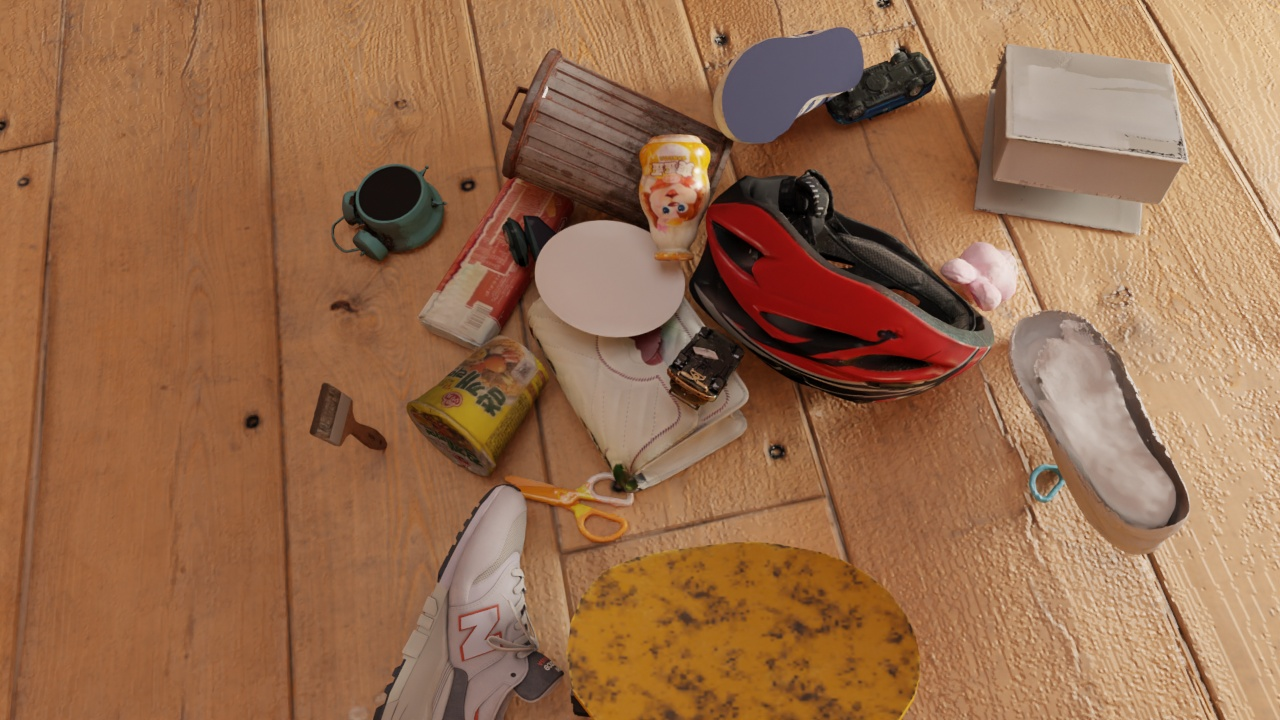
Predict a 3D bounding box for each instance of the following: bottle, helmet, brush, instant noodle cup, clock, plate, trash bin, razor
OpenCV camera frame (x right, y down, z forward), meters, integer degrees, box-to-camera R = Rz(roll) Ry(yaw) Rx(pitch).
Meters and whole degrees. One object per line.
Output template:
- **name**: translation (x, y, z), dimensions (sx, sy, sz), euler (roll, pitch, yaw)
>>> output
- **bottle**: translation (0.030, -0.143, 0.816), dimensions (0.063, 0.063, 0.108), euler (0, 96, 4)
- **helmet**: translation (0.078, 0.256, 0.707), dimensions (0.255, 0.131, 0.204), euler (1, 34, 11)
- **brush**: translation (-0.255, 0.060, 0.818), dimensions (0.008, 0.143, 0.045), euler (7, 74, 9)
- **instant noodle cup**: translation (-0.144, 0.038, 0.851), dimensions (0.102, 0.102, 0.108), euler (30, 63, 17)
- **helmet**: translation (0.175, -0.060, 0.812), dimensions (0.272, 0.217, 0.167), euler (30, 115, 5)
- **clock**: translation (-0.270, -0.156, 0.968), dimensions (0.124, 0.053, 0.090), euler (-27, 66, -5)
- **plate**: translation (-0.028, -0.072, 0.824), dimensions (0.134, 0.011, 0.134), euler (4, 55, -6)
- **trash bin**: translation (-0.030, -0.208, 0.901), dimensions (0.211, 0.131, 0.130), euler (23, 68, -6)
- **razor**: translation (-0.069, -0.106, 0.914), dimensions (0.142, 0.047, 0.052), euler (15, 98, -16)

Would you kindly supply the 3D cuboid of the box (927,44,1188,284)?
- **box**: translation (0.449, -0.173, 1.055), dimensions (0.169, 0.404, 0.171), euler (11, 66, 10)

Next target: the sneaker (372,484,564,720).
- **sneaker**: translation (-0.119, 0.233, 0.767), dimensions (0.124, 0.089, 0.239), euler (23, 78, 9)

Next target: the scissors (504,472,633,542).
- **scissors**: translation (-0.069, 0.121, 0.847), dimensions (0.130, 0.013, 0.070), euler (17, 67, 11)

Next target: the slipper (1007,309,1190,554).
- **slipper**: translation (0.393, 0.053, 0.797), dimensions (0.112, 0.075, 0.246), euler (-4, 50, -6)

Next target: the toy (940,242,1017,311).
- **toy**: translation (0.325, -0.079, 0.875), dimensions (0.109, 0.047, 0.063), euler (-22, 72, -52)

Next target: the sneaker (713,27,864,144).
- **sneaker**: translation (0.112, -0.276, 0.930), dimensions (0.119, 0.091, 0.232), euler (4, 31, 48)

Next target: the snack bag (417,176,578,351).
- **snack bag**: translation (-0.139, -0.115, 0.947), dimensions (0.077, 0.041, 0.224), euler (23, 68, 13)

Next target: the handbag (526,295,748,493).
- **handbag**: translation (-0.005, 0.005, 0.850), dimensions (0.142, 0.096, 0.198), euler (-29, 67, -10)

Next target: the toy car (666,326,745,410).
- **toy car**: translation (0.049, 0.011, 0.767), dimensions (0.047, 0.047, 0.111), euler (34, 31, 6)

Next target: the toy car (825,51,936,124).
- **toy car**: translation (0.258, -0.290, 0.992), dimensions (0.120, 0.044, 0.056), euler (-20, 65, -2)

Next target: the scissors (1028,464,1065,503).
- **scissors**: translation (0.412, 0.098, 0.822), dimensions (0.135, 0.015, 0.135), euler (-33, 61, -14)
